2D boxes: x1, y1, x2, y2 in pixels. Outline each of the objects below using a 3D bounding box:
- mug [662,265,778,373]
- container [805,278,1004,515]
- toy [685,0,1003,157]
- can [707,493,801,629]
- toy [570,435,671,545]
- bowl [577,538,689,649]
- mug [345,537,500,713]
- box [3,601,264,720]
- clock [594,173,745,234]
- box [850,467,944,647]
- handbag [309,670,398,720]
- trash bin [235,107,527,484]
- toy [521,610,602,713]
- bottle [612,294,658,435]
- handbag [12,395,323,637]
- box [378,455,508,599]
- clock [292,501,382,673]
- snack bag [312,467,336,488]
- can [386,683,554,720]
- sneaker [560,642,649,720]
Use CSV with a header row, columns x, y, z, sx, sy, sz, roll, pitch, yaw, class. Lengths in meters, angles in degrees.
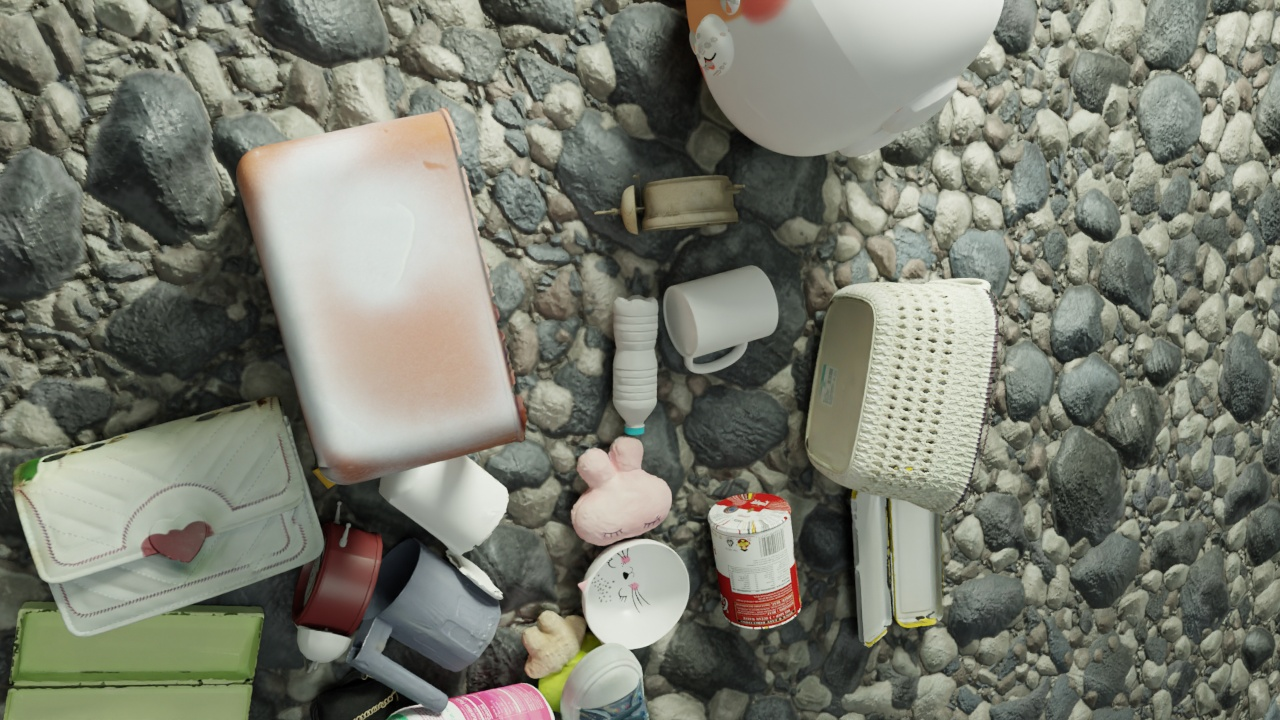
x,y,z,sx,sy,sz,roll,pitch,yaw,class
0.078,-0.034,0.923,0.090,0.073,0.111,-16,132,-20,mug
0.270,0.030,0.961,0.143,0.185,0.251,7,97,-13,container
0.159,-0.318,0.793,0.265,0.263,0.281,-34,94,-17,toy
0.122,0.212,0.977,0.086,0.087,0.116,-15,107,-21,can
-0.022,0.130,0.917,0.108,0.053,0.105,-18,102,-19,toy
-0.012,0.232,0.942,0.114,0.051,0.115,-5,103,-23,bowl
-0.197,0.241,0.831,0.104,0.084,0.123,43,41,-27,mug
-0.427,0.274,0.778,0.187,0.030,0.138,7,92,-25,box
0.026,-0.150,0.869,0.141,0.093,0.054,-5,96,3,clock
0.302,0.230,1.088,0.128,0.045,0.210,-12,106,-21,box
-0.261,0.353,0.863,0.079,0.054,0.128,-12,103,-33,handbag
-0.205,-0.046,0.721,0.157,0.182,0.260,-16,102,-18,trash bin
-0.076,0.304,0.933,0.092,0.043,0.118,-41,112,-10,toy
-0.005,0.005,0.902,0.044,0.044,0.136,-4,102,-23,bottle
-0.369,0.119,0.737,0.198,0.096,0.142,-18,106,-18,handbag
-0.166,0.142,0.845,0.165,0.084,0.094,42,73,-26,box
-0.268,0.200,0.798,0.048,0.096,0.137,22,89,-25,clock
-0.248,0.075,0.823,0.099,0.020,0.026,-41,116,-11,snack bag
-0.164,0.360,0.857,0.165,0.088,0.088,6,99,-44,can
-0.021,0.389,0.923,0.087,0.079,0.236,-22,125,-23,sneaker
